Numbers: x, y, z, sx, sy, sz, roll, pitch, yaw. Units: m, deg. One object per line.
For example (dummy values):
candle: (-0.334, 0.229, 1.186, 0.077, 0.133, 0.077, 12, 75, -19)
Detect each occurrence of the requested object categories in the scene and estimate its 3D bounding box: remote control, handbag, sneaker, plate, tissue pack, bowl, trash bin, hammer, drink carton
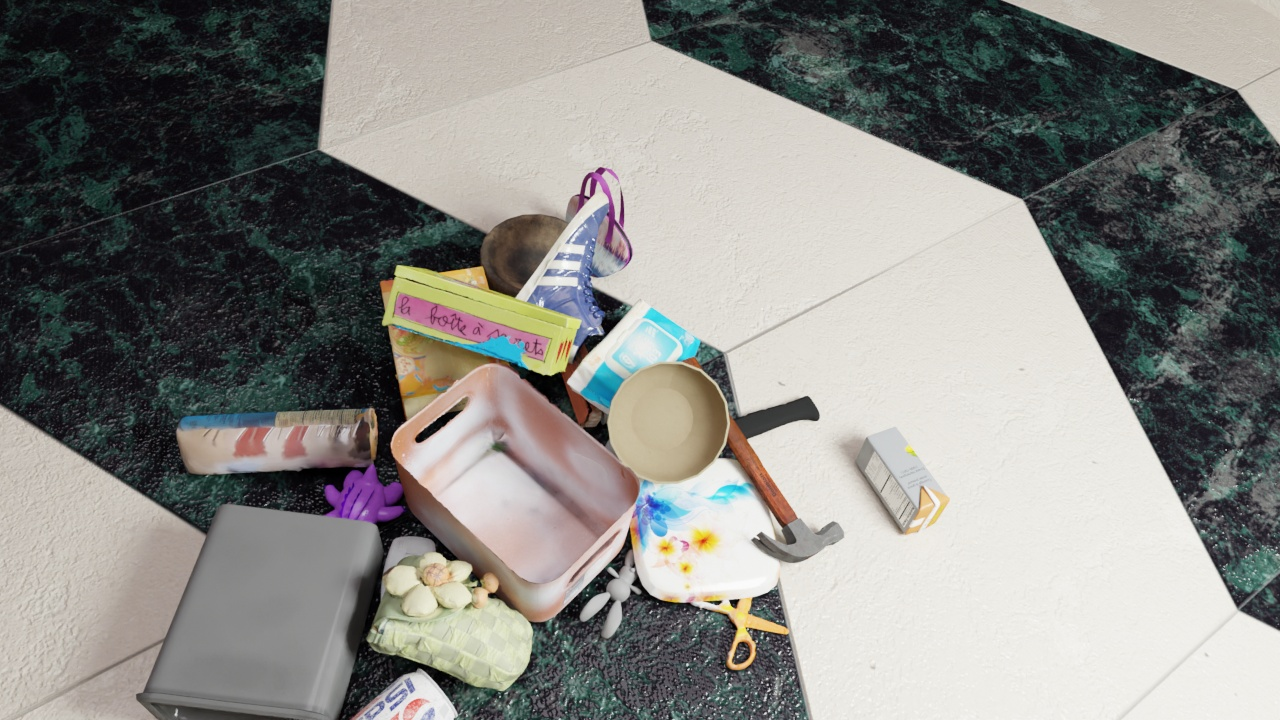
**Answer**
remote control: (-0.272, 0.262, 1.075, 0.060, 0.028, 0.114, 3, 54, -7)
handbag: (-0.196, 0.274, 0.996, 0.186, 0.117, 0.113, 26, 27, -11)
sneaker: (-0.072, -0.106, 1.242, 0.118, 0.091, 0.232, 36, 79, 2)
plate: (0.080, 0.204, 1.142, 0.187, 0.016, 0.186, 0, 60, -14)
tissue pack: (-0.007, 0.007, 1.242, 0.117, 0.066, 0.208, 37, 45, 3)
bowl: (0.031, 0.075, 1.146, 0.152, 0.050, 0.152, 0, 93, -9)
trash bin: (-0.401, 0.284, 1.003, 0.192, 0.098, 0.219, 7, 53, -2)
handbag: (-0.060, -0.212, 1.356, 0.067, 0.170, 0.144, -34, 65, -27)
hammer: (0.097, 0.107, 1.237, 0.323, 0.029, 0.127, -17, 58, -20)
drink carton: (0.342, 0.158, 1.204, 0.048, 0.076, 0.124, -17, 54, -18)
hammer: (0.135, 0.122, 1.178, 0.110, 0.028, 0.300, -20, 69, -33)
bowl: (-0.153, -0.134, 1.350, 0.162, 0.070, 0.162, 3, 54, -5)
trash bin: (-0.149, 0.159, 1.088, 0.260, 0.158, 0.181, 38, 59, 18)

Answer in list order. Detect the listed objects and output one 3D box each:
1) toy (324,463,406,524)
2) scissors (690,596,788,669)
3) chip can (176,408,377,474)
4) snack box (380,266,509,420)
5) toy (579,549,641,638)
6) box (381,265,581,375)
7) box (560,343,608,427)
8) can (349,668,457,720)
toy: (-0.339, 0.172, 1.114, 0.106, 0.056, 0.087, 16, 52, 4)
scissors: (0.116, 0.309, 1.101, 0.130, 0.011, 0.125, 22, 50, 5)
chip can: (-0.448, 0.101, 1.141, 0.229, 0.080, 0.079, -2, 55, -9)
snack box: (-0.266, -0.022, 1.248, 0.145, 0.081, 0.195, -11, 57, -15)
toy: (-0.026, 0.275, 1.097, 0.049, 0.030, 0.111, 37, 52, 1)
box: (-0.192, -0.050, 1.143, 0.221, 0.124, 0.082, 15, 93, 6)
box: (-0.092, 0.012, 1.271, 0.058, 0.060, 0.186, -30, 57, 11)
can: (-0.264, 0.392, 0.951, 0.078, 0.078, 0.135, 40, 59, 20)
